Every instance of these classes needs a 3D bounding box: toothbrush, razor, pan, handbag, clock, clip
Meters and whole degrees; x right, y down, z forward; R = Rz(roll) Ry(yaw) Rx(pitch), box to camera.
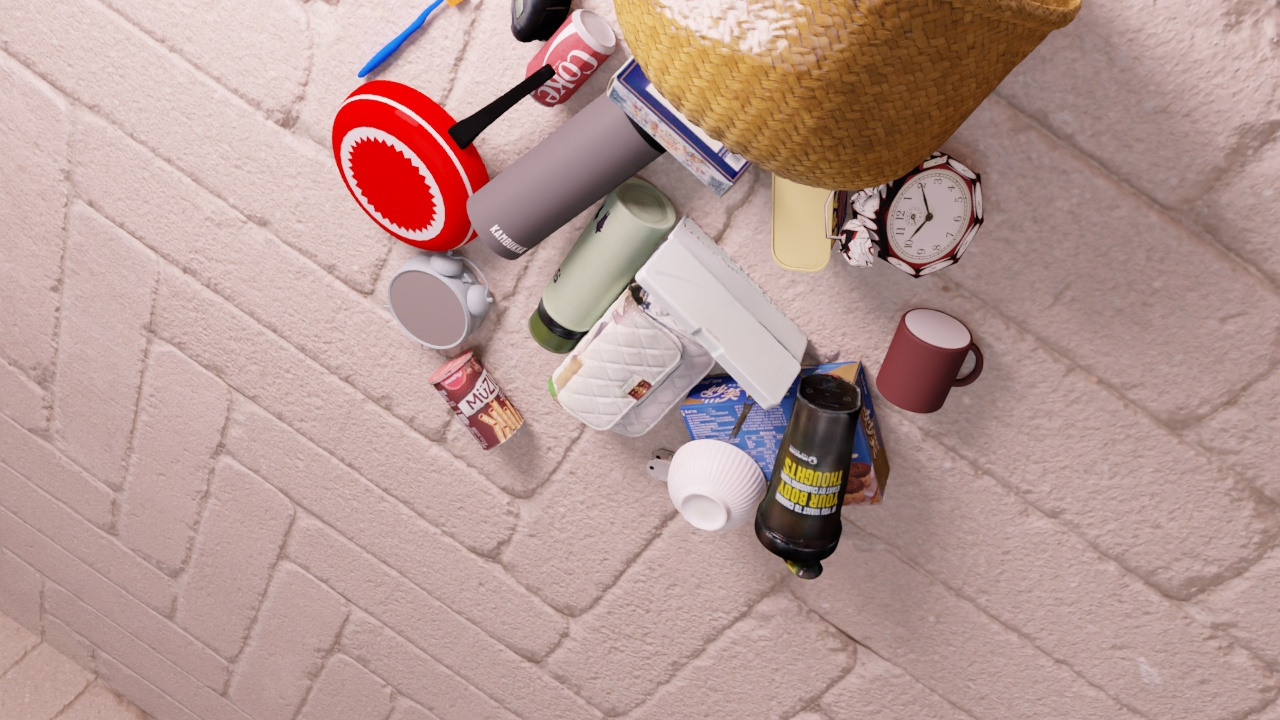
[{"bbox_3d":[-0.251,-0.352,0.996,0.183,0.016,0.018,-24,114,35],"label":"toothbrush"},{"bbox_3d":[-0.098,-0.385,0.886,0.067,0.053,0.152,28,126,34],"label":"razor"},{"bbox_3d":[-0.215,-0.231,0.999,0.357,0.067,0.209,-16,118,47],"label":"pan"},{"bbox_3d":[-0.006,0.006,1.066,0.138,0.072,0.195,28,131,-17],"label":"handbag"},{"bbox_3d":[-0.252,-0.079,1.162,0.160,0.045,0.122,-28,107,38],"label":"clock"},{"bbox_3d":[0.036,0.143,1.181,0.058,0.050,0.102,12,126,2],"label":"clip"},{"bbox_3d":[0.234,-0.140,0.847,0.154,0.065,0.115,0,113,-19],"label":"clock"}]

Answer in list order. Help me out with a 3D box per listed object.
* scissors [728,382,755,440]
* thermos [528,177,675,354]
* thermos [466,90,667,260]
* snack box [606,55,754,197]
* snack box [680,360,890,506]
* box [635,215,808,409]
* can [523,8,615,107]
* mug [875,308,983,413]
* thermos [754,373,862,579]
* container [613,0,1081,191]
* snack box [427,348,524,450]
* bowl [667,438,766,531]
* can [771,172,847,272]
[{"bbox_3d":[0.115,0.041,0.997,0.121,0.170,0.012,0,127,58],"label":"scissors"},{"bbox_3d":[-0.049,-0.097,1.037,0.082,0.082,0.232,38,129,-2],"label":"thermos"},{"bbox_3d":[-0.062,-0.200,0.933,0.241,0.082,0.082,-32,105,23],"label":"thermos"},{"bbox_3d":[0.070,-0.251,0.838,0.145,0.144,0.043,41,169,-4],"label":"snack box"},{"bbox_3d":[0.169,0.091,1.064,0.203,0.069,0.155,-7,118,29],"label":"snack box"},{"bbox_3d":[0.094,-0.056,0.957,0.197,0.134,0.041,46,139,-9],"label":"box"},{"bbox_3d":[-0.073,-0.302,0.922,0.054,0.053,0.097,47,128,-10],"label":"can"},{"bbox_3d":[0.306,0.001,0.945,0.105,0.073,0.083,3,128,-11],"label":"mug"},{"bbox_3d":[0.180,0.123,0.979,0.098,0.097,0.221,15,124,15],"label":"thermos"},{"bbox_3d":[0.138,-0.277,0.690,0.307,0.305,0.197,36,133,-1],"label":"container"},{"bbox_3d":[-0.217,0.052,1.218,0.072,0.072,0.121,-24,110,35],"label":"snack box"},{"bbox_3d":[0.081,0.156,1.064,0.118,0.062,0.118,13,127,17],"label":"bowl"},{"bbox_3d":[0.165,-0.157,0.882,0.057,0.092,0.116,9,125,20],"label":"can"}]
